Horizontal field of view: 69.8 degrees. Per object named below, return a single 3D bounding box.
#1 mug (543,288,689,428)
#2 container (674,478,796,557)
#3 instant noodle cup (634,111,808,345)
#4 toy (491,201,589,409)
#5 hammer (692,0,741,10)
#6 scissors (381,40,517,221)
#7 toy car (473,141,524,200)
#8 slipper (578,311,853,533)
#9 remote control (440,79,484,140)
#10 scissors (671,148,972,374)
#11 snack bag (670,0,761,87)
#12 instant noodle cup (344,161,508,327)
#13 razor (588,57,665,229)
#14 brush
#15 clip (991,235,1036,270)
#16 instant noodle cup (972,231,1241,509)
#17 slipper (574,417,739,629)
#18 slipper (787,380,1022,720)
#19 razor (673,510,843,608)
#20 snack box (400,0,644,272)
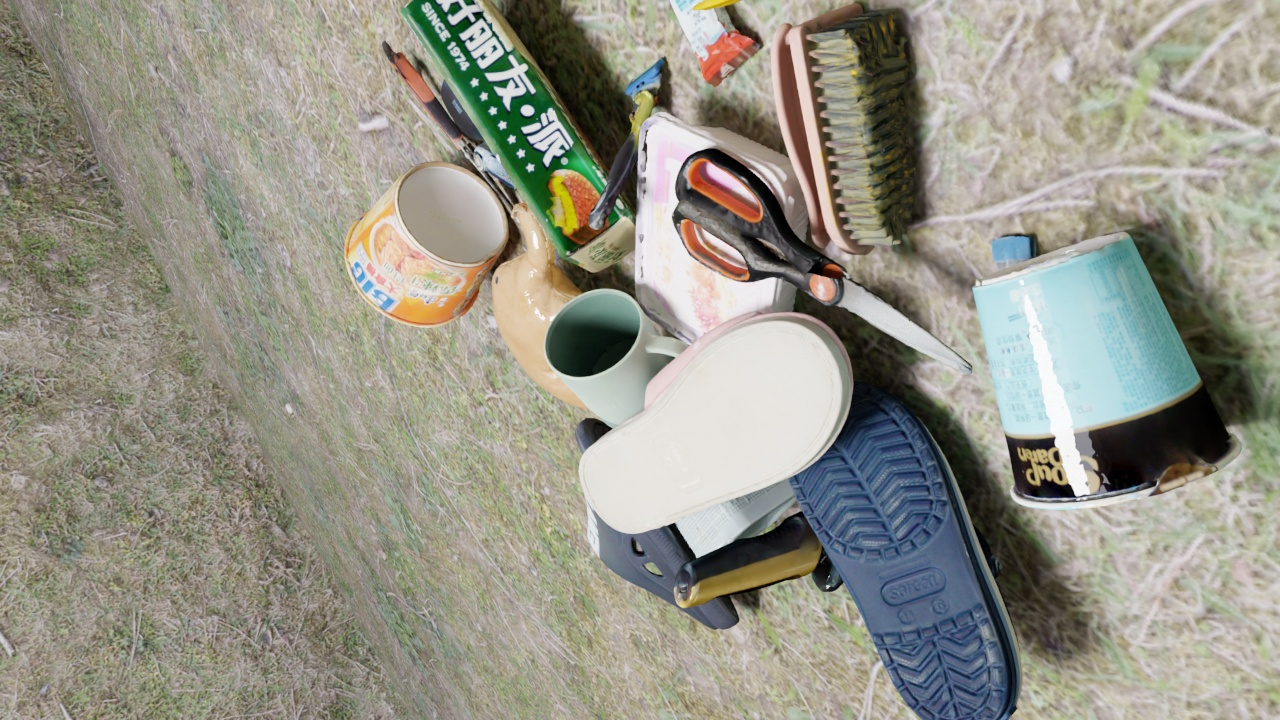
[{"bbox_3d":[-0.004,0.004,0.732,0.112,0.082,0.106,0,150,27],"label":"mug"},{"bbox_3d":[0.066,0.099,0.781,0.111,0.090,0.090,53,146,17],"label":"container"},{"bbox_3d":[0.062,-0.088,0.666,0.138,0.060,0.174,35,138,34],"label":"instant noodle cup"},{"bbox_3d":[-0.080,-0.040,0.828,0.144,0.082,0.226,3,139,38],"label":"toy"},{"bbox_3d":[-0.004,-0.328,0.568,0.300,0.032,0.129,45,138,23],"label":"hammer"},{"bbox_3d":[-0.181,-0.221,0.895,0.197,0.015,0.214,49,176,47],"label":"scissors"},{"bbox_3d":[-0.109,-0.179,0.836,0.105,0.048,0.031,36,137,32],"label":"toy car"},{"bbox_3d":[0.050,0.050,0.666,0.114,0.054,0.275,54,133,5],"label":"slipper"},{"bbox_3d":[-0.160,-0.225,0.831,0.053,0.024,0.136,56,180,-7],"label":"remote control"},{"bbox_3d":[0.104,-0.064,0.554,0.235,0.021,0.125,21,131,43],"label":"scissors"},{"bbox_3d":[0.038,-0.239,0.610,0.048,0.026,0.104,-30,89,38],"label":"snack bag"},{"bbox_3d":[-0.212,-0.124,0.938,0.112,0.151,0.151,-35,85,49],"label":"instant noodle cup"},{"bbox_3d":[-0.009,-0.154,0.667,0.022,0.142,0.043,28,156,-24],"label":"razor"},{"bbox_3d":[0.121,-0.132,0.550,0.073,0.063,0.146,11,125,45],"label":"brush"},{"bbox_3d":[0.219,-0.045,0.530,0.024,0.028,0.057,1,107,51],"label":"clip"},{"bbox_3d":[0.231,0.001,0.475,0.111,0.111,0.120,-16,93,57],"label":"instant noodle cup"},{"bbox_3d":[0.002,0.171,0.845,0.268,0.083,0.110,55,-175,-31],"label":"slipper"},{"bbox_3d":[0.188,0.125,0.635,0.105,0.095,0.252,-34,64,25],"label":"slipper"},{"bbox_3d":[0.098,0.159,0.710,0.062,0.167,0.067,-33,69,55],"label":"razor"},{"bbox_3d":[-0.087,-0.187,0.737,0.240,0.063,0.114,57,-172,5],"label":"snack box"}]
